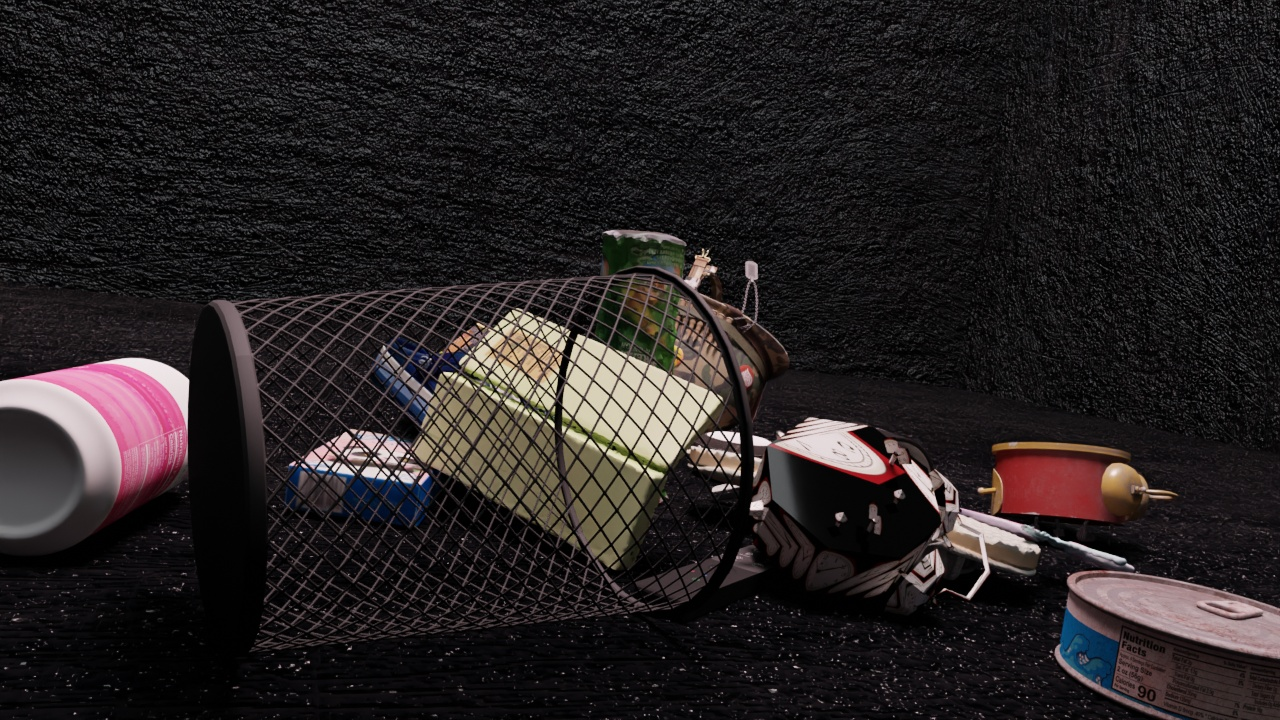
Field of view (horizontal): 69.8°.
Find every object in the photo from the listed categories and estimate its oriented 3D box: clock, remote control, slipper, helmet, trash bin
[{"bbox_3d":[0.400,0.124,0.839,0.159,0.081,0.117,-1,-13,35],"label":"clock"},{"bbox_3d":[0.051,0.131,0.555,0.034,0.013,0.149,10,5,34],"label":"remote control"},{"bbox_3d":[-0.122,0.031,0.726,0.253,0.095,0.105,28,-3,35],"label":"slipper"},{"bbox_3d":[0.098,0.097,0.937,0.091,0.044,0.123,7,4,-7],"label":"clock"},{"bbox_3d":[0.147,0.095,0.576,0.155,0.065,0.114,23,43,12],"label":"clock"},{"bbox_3d":[0.069,-0.013,1.130,0.224,0.235,0.193,-2,-31,9],"label":"helmet"},{"bbox_3d":[-0.087,0.045,0.431,0.209,0.184,0.184,-2,9,-33],"label":"trash bin"},{"bbox_3d":[0.156,0.116,0.695,0.273,0.054,0.114,16,4,33],"label":"slipper"}]

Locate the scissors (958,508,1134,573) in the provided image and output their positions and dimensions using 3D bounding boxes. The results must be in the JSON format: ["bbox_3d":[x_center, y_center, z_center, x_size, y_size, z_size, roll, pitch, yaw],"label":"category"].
[{"bbox_3d":[0.324,0.141,0.700,0.168,0.014,0.171,21,-6,-11],"label":"scissors"}]

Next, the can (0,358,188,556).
[{"bbox_3d":[-0.310,0.047,0.519,0.088,0.088,0.166,7,4,-8],"label":"can"}]

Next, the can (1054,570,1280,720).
[{"bbox_3d":[0.293,0.153,0.485,0.130,0.044,0.130,8,4,-1],"label":"can"}]

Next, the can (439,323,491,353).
[{"bbox_3d":[-0.181,0.019,0.961,0.101,0.072,0.131,-40,17,-11],"label":"can"}]

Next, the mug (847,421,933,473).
[{"bbox_3d":[0.193,0.100,0.835,0.113,0.078,0.088,3,5,-14],"label":"mug"}]

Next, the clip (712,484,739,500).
[{"bbox_3d":[0.118,0.112,0.804,0.102,0.041,0.054,-12,-7,22],"label":"clip"}]

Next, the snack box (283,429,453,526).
[{"bbox_3d":[-0.188,0.082,0.664,0.088,0.033,0.154,9,4,-4],"label":"snack box"}]

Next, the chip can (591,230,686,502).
[{"bbox_3d":[-0.005,0.003,0.767,0.075,0.223,0.075,5,5,-1],"label":"chip can"}]

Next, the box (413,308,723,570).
[{"bbox_3d":[-0.055,0.042,0.612,0.188,0.140,0.048,25,-19,30],"label":"box"}]

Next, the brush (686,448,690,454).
[{"bbox_3d":[-0.022,0.092,1.017,0.217,0.012,0.033,8,4,-17],"label":"brush"}]
